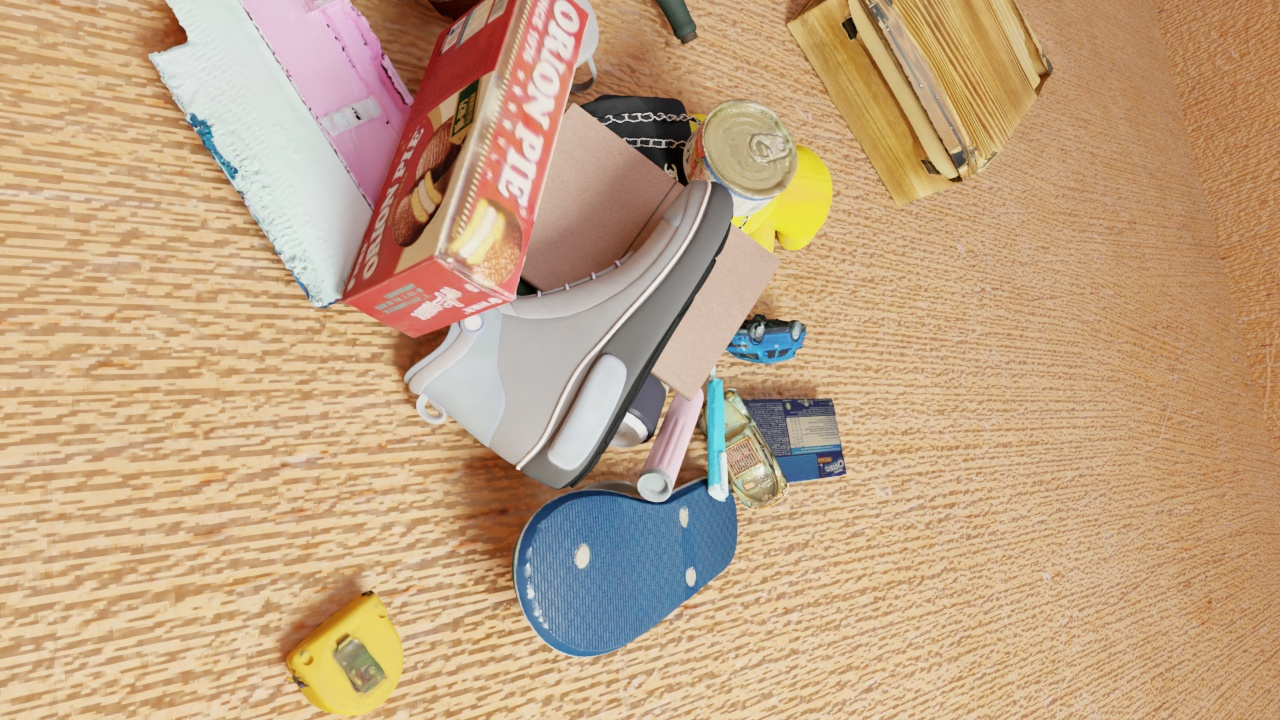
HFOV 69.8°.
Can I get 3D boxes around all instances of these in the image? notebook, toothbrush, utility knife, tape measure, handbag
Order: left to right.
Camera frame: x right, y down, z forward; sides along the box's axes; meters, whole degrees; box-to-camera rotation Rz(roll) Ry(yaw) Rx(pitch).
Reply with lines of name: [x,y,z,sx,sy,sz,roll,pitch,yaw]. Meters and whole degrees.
tape measure: [-0.174,0.183,0.554,0.068,0.030,0.059,-39,102,-43]
notebook: [-0.008,-0.085,0.717,0.209,0.008,0.141,36,73,-7]
handbag: [0.007,-0.150,0.770,0.124,0.115,0.153,-5,84,-44]
toothbrush: [0.036,0.043,0.760,0.026,0.027,0.222,66,24,-20]
utility knife: [0.066,0.036,0.789,0.022,0.015,0.168,24,59,-47]

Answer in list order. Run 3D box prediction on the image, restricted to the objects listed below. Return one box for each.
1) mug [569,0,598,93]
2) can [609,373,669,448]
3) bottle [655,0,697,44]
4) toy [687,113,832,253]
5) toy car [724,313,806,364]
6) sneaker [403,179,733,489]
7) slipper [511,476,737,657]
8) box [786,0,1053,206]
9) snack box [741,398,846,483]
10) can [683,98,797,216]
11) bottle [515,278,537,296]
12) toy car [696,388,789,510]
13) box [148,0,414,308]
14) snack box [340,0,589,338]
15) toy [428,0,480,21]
mug: [-0.074,-0.262,0.759,0.113,0.071,0.084,20,64,-36]
can: [-0.004,0.004,0.746,0.064,0.064,0.127,39,53,-28]
bottle: [0.009,-0.390,0.889,0.055,0.055,0.174,-40,107,-43]
toy: [0.111,-0.164,0.894,0.193,0.088,0.134,1,81,-45]
toy car: [0.112,-0.020,0.872,0.120,0.056,0.043,-3,102,-49]
sneaker: [-0.050,-0.048,0.654,0.160,0.093,0.256,29,75,0]
slipper: [-0.011,0.148,0.704,0.294,0.060,0.118,-3,84,-57]
box: [0.347,-0.378,1.130,0.279,0.176,0.246,53,50,-21]
snack box: [0.141,0.078,0.888,0.150,0.027,0.082,2,77,-42]
can: [0.080,-0.163,0.743,0.086,0.043,0.086,7,72,-21]
bottle: [-0.088,-0.060,0.714,0.105,0.025,0.025,-32,100,-44]
toy car: [0.088,0.079,0.804,0.112,0.047,0.047,61,6,8]
box: [-0.221,-0.160,0.611,0.159,0.035,0.230,-42,107,-43]
snack box: [-0.112,-0.138,0.607,0.060,0.113,0.235,31,58,-36]
toy: [-0.120,-0.302,0.703,0.090,0.103,0.070,-47,130,-17]
